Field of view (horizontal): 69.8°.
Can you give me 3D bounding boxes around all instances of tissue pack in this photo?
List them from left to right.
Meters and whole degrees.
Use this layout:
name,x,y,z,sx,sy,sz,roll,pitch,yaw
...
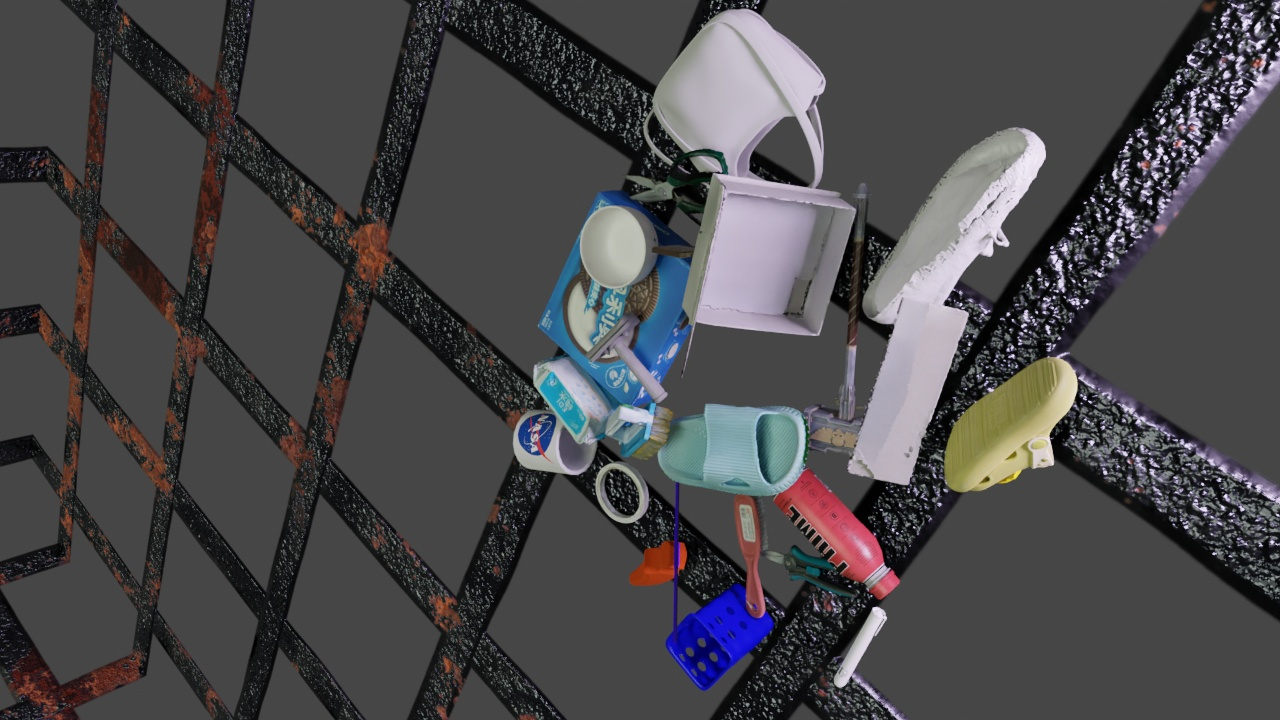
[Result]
name,x,y,z,sx,sy,sz,roll,pitch,yaw
tissue pack,-0.085,0.054,1.327,0.144,0.092,0.062,52,129,16

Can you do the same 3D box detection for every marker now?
name,x,y,z,sx,sy,sz,roll,pitch,yaw
marker,0.279,0.369,1.170,0.020,0.017,0.134,35,121,28

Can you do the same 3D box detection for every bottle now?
name,x,y,z,sx,sy,sz,roll,pitch,yaw
bottle,0.244,0.215,1.128,0.176,0.062,0.062,48,126,19

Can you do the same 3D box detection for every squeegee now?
name,x,y,z,sx,sy,sz,roll,pitch,yaw
squeegee,0.028,0.291,1.311,0.185,0.055,0.249,133,145,-55

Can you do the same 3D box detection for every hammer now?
name,x,y,z,sx,sy,sz,roll,pitch,yaw
hammer,0.249,-0.042,1.074,0.099,0.044,0.322,11,106,36

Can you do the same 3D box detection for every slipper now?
name,x,y,z,sx,sy,sz,roll,pitch,yaw
slipper,0.100,0.114,1.179,0.277,0.069,0.116,-6,83,51
slipper,0.332,-0.130,0.962,0.247,0.074,0.112,-59,35,30
slipper,0.399,0.074,0.967,0.081,0.091,0.191,22,134,-11

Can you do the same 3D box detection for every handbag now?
name,x,y,z,sx,sy,sz,roll,pitch,yaw
handbag,0.128,-0.281,1.098,0.222,0.095,0.216,50,130,2

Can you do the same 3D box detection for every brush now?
name,x,y,z,sx,sy,sz,roll,pitch,yaw
brush,-0.011,0.099,1.268,0.136,0.075,0.055,128,157,-64
brush,0.080,-0.136,1.114,0.045,0.142,0.008,18,111,43
brush,0.154,0.257,1.225,0.041,0.030,0.172,1,100,50

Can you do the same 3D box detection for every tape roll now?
name,x,y,z,sx,sy,sz,roll,pitch,yaw
tape roll,-0.028,0.197,1.371,0.093,0.013,0.093,10,107,36

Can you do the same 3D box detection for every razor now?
name,x,y,z,sx,sy,sz,roll,pitch,yaw
razor,-0.007,0.007,1.218,0.116,0.047,0.088,51,126,5

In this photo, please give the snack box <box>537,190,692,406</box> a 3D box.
name,x,y,z,sx,sy,sz,roll,pitch,yaw
snack box,-0.021,-0.082,1.264,0.195,0.056,0.239,42,123,22

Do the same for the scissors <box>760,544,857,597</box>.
name,x,y,z,sx,sy,sz,roll,pitch,yaw
scissors,0.220,0.264,1.189,0.139,0.019,0.129,-48,65,39

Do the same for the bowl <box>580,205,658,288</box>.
name,x,y,z,sx,sy,sz,roll,pitch,yaw
bowl,-0.022,-0.146,1.177,0.105,0.054,0.105,8,104,32

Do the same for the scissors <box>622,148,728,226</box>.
name,x,y,z,sx,sy,sz,roll,pitch,yaw
scissors,0.062,-0.198,1.172,0.210,0.015,0.154,1,136,54

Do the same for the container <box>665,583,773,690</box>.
name,x,y,z,sx,sy,sz,roll,pitch,yaw
container,0.109,0.370,1.242,0.085,0.113,0.085,47,126,19

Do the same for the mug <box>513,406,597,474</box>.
name,x,y,z,sx,sy,sz,roll,pitch,yaw
mug,-0.124,0.108,1.384,0.090,0.091,0.121,2,68,38

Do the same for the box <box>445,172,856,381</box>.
name,x,y,z,sx,sy,sz,roll,pitch,yaw
box,0.033,-0.088,0.931,0.149,0.504,0.167,29,119,35
